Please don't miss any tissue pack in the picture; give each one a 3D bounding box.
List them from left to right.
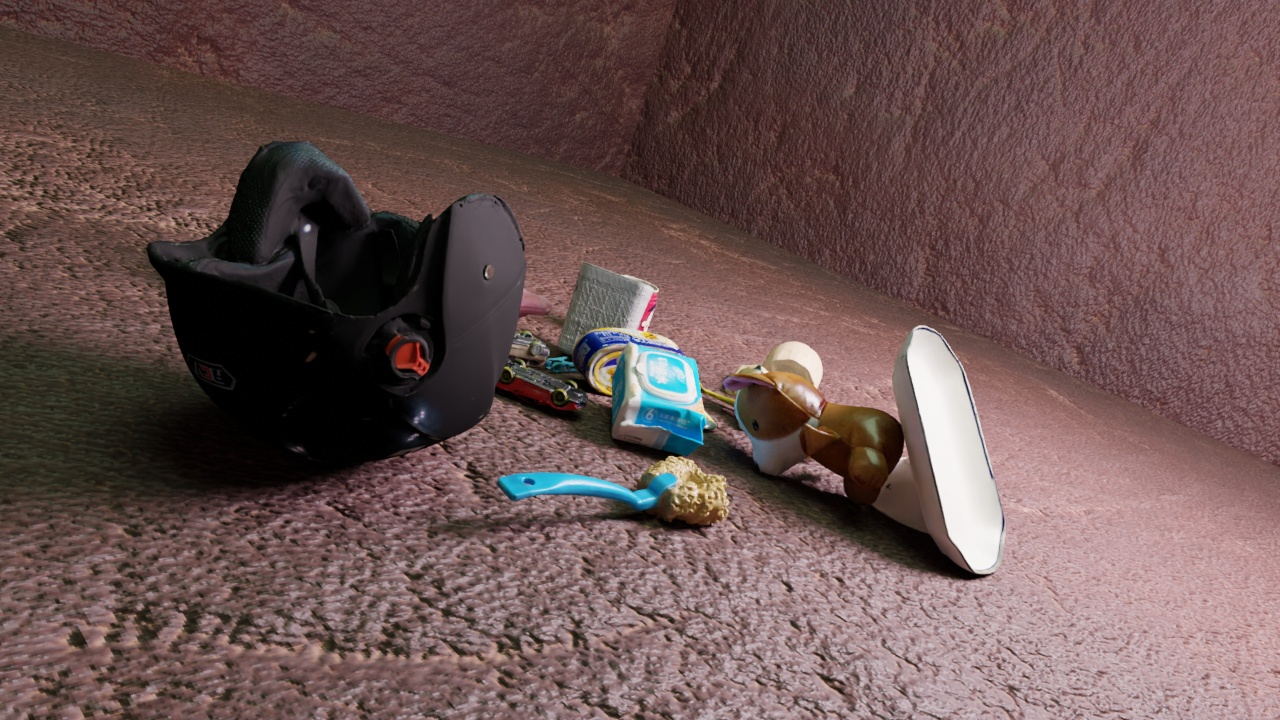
[{"bbox_3d":[0.019,0.039,0.982,0.090,0.063,0.139,14,32,-11],"label":"tissue pack"}]

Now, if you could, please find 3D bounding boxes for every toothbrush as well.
[{"bbox_3d":[0.142,0.066,1.178,0.190,0.016,0.016,22,20,10],"label":"toothbrush"}]

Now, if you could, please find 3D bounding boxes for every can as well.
[{"bbox_3d":[-0.017,-0.067,1.291,0.066,0.094,0.066,18,16,-5],"label":"can"},{"bbox_3d":[-0.006,0.006,1.094,0.148,0.075,0.049,9,22,-30],"label":"can"}]

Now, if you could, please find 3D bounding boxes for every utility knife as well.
[{"bbox_3d":[0.045,0.042,1.154,0.031,0.021,0.207,18,10,-29],"label":"utility knife"}]

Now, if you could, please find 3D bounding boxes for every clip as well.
[{"bbox_3d":[-0.093,0.005,1.103,0.040,0.014,0.056,27,17,27],"label":"clip"}]

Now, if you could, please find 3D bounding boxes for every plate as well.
[{"bbox_3d":[0.322,0.094,0.973,0.034,0.265,0.161,-21,-17,37],"label":"plate"}]

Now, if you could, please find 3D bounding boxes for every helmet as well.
[{"bbox_3d":[-0.217,-0.033,0.685,0.234,0.230,0.273,19,23,33],"label":"helmet"}]

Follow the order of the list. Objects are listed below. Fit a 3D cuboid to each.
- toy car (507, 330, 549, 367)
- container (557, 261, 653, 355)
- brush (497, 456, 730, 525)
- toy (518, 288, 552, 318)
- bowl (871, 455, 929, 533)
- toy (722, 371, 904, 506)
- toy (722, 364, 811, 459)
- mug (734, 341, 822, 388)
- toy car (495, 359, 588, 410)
[{"bbox_3d":[-0.152,-0.017,1.064,0.090,0.035,0.042,14,15,-33],"label":"toy car"},{"bbox_3d":[-0.047,-0.054,1.152,0.090,0.114,0.090,21,3,4],"label":"container"},{"bbox_3d":[-0.014,0.108,0.767,0.254,0.046,0.083,11,20,-47],"label":"brush"},{"bbox_3d":[-0.221,-0.091,1.174,0.178,0.075,0.194,-1,20,-27],"label":"toy"},{"bbox_3d":[0.315,0.141,1.038,0.118,0.065,0.118,18,16,-5],"label":"bowl"},{"bbox_3d":[0.180,0.080,1.000,0.199,0.130,0.140,34,-13,20],"label":"toy"},{"bbox_3d":[0.171,0.063,1.129,0.105,0.066,0.157,-21,49,-31],"label":"toy"},{"bbox_3d":[0.187,0.025,1.278,0.125,0.084,0.103,-2,12,16],"label":"mug"},{"bbox_3d":[-0.107,0.029,0.969,0.106,0.031,0.049,20,16,6],"label":"toy car"}]
